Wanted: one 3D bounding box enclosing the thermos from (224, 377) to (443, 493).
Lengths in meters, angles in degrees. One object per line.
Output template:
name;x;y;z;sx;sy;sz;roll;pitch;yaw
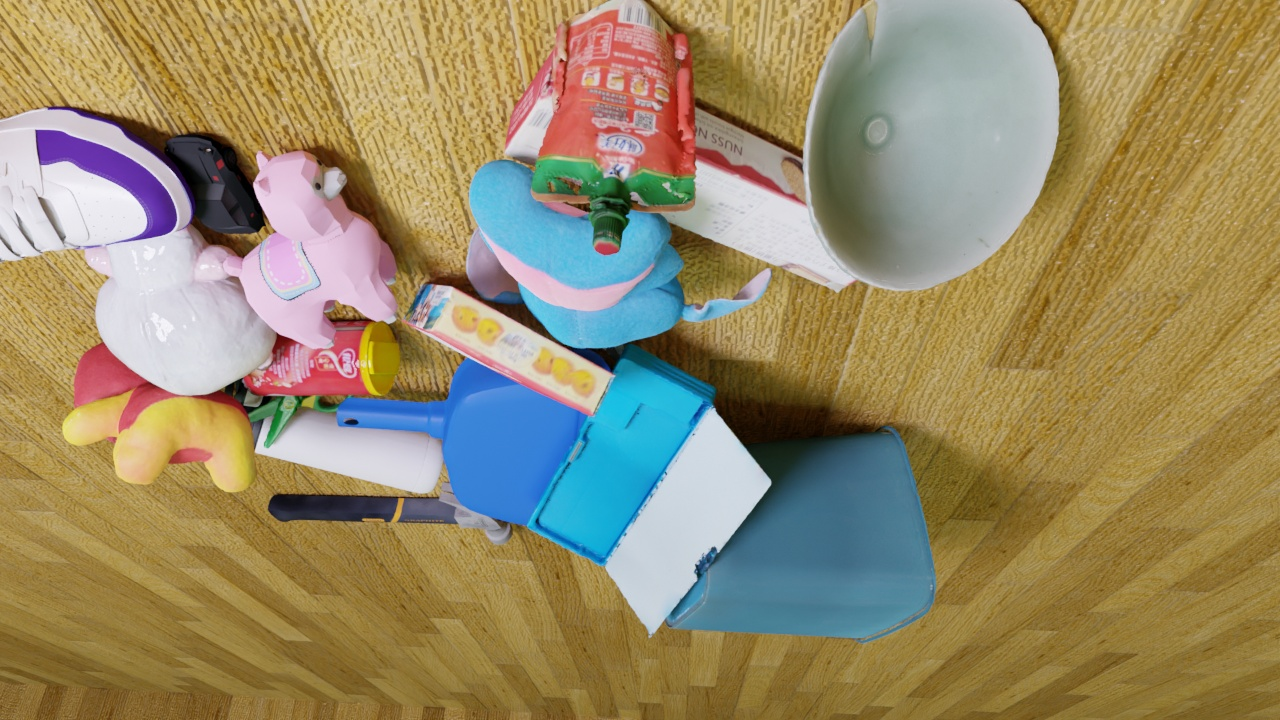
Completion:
thermos;-0.320;0.075;0.967;0.229;0.068;0.102;17;134;-20

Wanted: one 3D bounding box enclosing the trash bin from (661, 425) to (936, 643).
trash bin;0.139;0.178;0.924;0.218;0.196;0.200;2;150;-15

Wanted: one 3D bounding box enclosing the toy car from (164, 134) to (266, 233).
toy car;-0.304;-0.121;0.653;0.042;0.036;0.092;1;150;5

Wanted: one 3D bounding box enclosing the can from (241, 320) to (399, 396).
can;-0.287;-0.002;0.826;0.124;0.066;0.067;-1;149;8

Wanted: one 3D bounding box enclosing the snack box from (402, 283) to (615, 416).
snack box;-0.109;-0.011;0.729;0.142;0.040;0.145;30;174;-21

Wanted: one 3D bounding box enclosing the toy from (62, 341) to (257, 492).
toy;-0.435;0.045;0.833;0.216;0.099;0.147;25;180;43

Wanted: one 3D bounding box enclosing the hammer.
hammer;-0.335;0.200;1.211;0.313;0.035;0.139;0;148;8

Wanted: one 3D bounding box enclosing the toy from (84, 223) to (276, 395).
toy;-0.371;-0.052;0.731;0.139;0.101;0.180;2;126;3

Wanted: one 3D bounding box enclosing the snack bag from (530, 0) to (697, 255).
snack bag;-0.012;-0.125;0.495;0.087;0.154;0.044;5;153;-3

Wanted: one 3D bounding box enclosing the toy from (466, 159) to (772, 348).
toy;-0.025;-0.064;0.633;0.224;0.098;0.191;11;167;10

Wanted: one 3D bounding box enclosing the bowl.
bowl;0.156;-0.133;0.542;0.174;0.068;0.174;-7;113;-17

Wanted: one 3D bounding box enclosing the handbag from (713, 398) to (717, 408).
handbag;-0.003;0.083;0.927;0.196;0.093;0.043;-29;179;33

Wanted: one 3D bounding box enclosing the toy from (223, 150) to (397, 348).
toy;-0.244;-0.081;0.674;0.123;0.067;0.157;-20;143;9

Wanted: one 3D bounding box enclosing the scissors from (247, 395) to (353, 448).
scissors;-0.349;0.035;0.894;0.131;0.012;0.108;-21;124;0

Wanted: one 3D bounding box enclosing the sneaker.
sneaker;-0.432;-0.102;0.607;0.244;0.110;0.092;3;130;7

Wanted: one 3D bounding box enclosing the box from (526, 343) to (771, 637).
box;0.008;0.119;0.839;0.175;0.060;0.244;40;128;12

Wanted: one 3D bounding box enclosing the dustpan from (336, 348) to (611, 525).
dustpan;-0.168;0.076;0.900;0.257;0.059;0.246;4;131;-6

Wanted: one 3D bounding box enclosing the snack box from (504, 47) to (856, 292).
snack box;0.050;-0.120;0.609;0.272;0.044;0.077;19;152;-23

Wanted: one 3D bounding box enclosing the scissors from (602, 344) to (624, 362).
scissors;-0.025;0.006;0.860;0.083;0.016;0.135;-12;145;28
